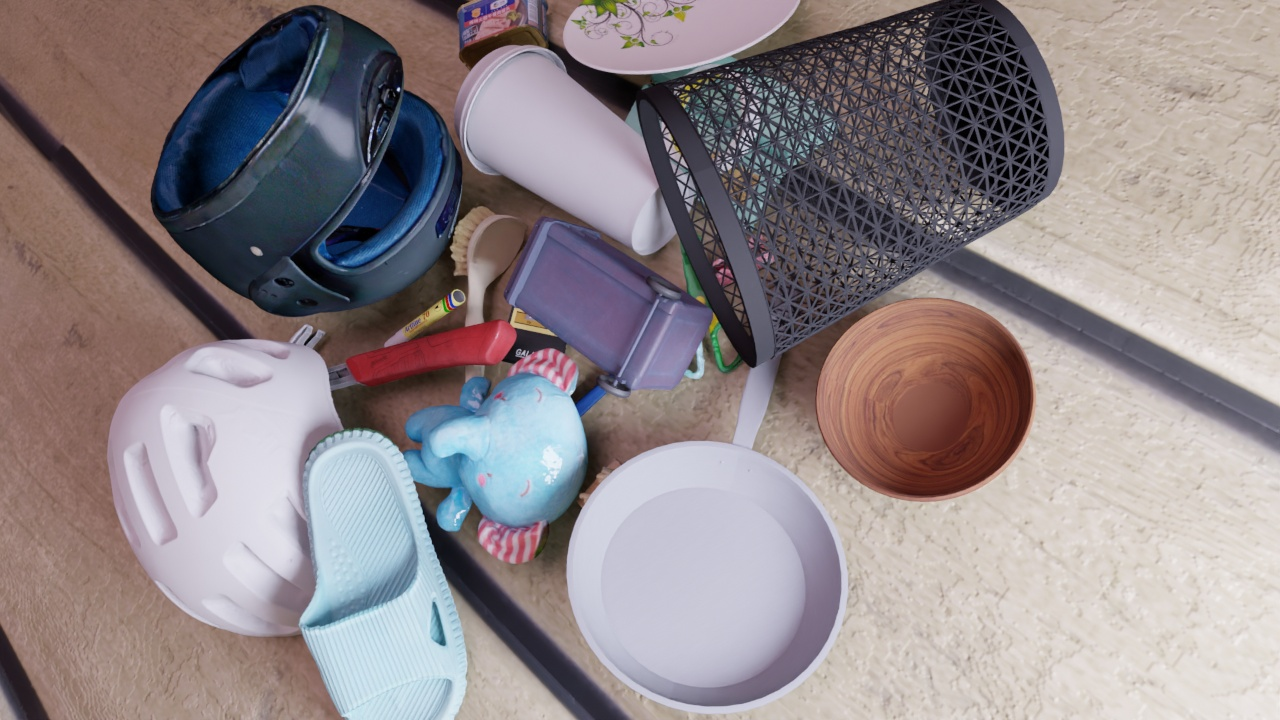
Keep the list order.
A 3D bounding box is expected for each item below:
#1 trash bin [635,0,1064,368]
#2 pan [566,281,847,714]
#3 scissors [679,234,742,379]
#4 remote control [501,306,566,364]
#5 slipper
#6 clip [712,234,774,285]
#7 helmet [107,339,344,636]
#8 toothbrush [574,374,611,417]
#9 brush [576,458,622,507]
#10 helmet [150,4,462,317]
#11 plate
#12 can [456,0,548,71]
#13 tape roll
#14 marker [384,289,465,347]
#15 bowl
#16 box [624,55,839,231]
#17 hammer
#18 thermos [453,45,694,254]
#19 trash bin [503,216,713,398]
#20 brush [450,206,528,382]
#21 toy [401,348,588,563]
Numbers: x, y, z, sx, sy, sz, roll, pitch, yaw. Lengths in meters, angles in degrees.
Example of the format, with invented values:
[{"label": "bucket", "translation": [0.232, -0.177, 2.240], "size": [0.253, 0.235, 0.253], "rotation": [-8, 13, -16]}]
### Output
[{"label": "trash bin", "translation": [0.151, -0.142, 0.675], "size": [0.243, 0.217, 0.216], "rotation": [-23, 62, -1]}, {"label": "pan", "translation": [0.071, 0.090, 0.705], "size": [0.201, 0.051, 0.355], "rotation": [16, 59, 8]}, {"label": "scissors", "translation": [0.045, -0.047, 0.785], "size": [0.071, 0.014, 0.130], "rotation": [-18, 80, 11]}, {"label": "remote control", "translation": [-0.088, -0.058, 0.855], "size": [0.058, 0.013, 0.133], "rotation": [11, 74, 3]}, {"label": "slipper", "translation": [-0.215, 0.190, 0.748], "size": [0.116, 0.069, 0.276], "rotation": [-13, 87, -7]}, {"label": "clip", "translation": [0.087, -0.090, 0.797], "size": [0.060, 0.023, 0.044], "rotation": [-9, 63, 19]}, {"label": "helmet", "translation": [-0.367, 0.123, 0.845], "size": [0.225, 0.183, 0.282], "rotation": [-19, 95, 30]}, {"label": "toothbrush", "translation": [-0.005, 0.005, 0.805], "size": [0.190, 0.016, 0.017], "rotation": [-40, 66, 5]}, {"label": "brush", "translation": [-0.002, 0.132, 0.739], "size": [0.049, 0.039, 0.117], "rotation": [-47, 65, 0]}, {"label": "helmet", "translation": [-0.284, -0.170, 0.861], "size": [0.317, 0.235, 0.248], "rotation": [-14, 59, 39]}, {"label": "plate", "translation": [0.040, -0.324, 0.879], "size": [0.229, 0.030, 0.228], "rotation": [-9, 45, 9]}, {"label": "can", "translation": [-0.148, -0.355, 0.988], "size": [0.100, 0.054, 0.059], "rotation": [-14, 66, 20]}, {"label": "tape roll", "translation": [0.061, -0.212, 0.811], "size": [0.094, 0.019, 0.094], "rotation": [-2, 87, 38]}, {"label": "marker", "translation": [-0.210, -0.036, 0.884], "size": [0.133, 0.014, 0.014], "rotation": [-27, 58, 42]}, {"label": "bowl", "translation": [0.207, 0.035, 0.665], "size": [0.147, 0.069, 0.147], "rotation": [-9, 68, 22]}, {"label": "box", "translation": [0.071, -0.214, 0.840], "size": [0.138, 0.057, 0.187], "rotation": [-47, 58, -6]}, {"label": "hammer", "translation": [-0.247, 0.004, 0.875], "size": [0.316, 0.036, 0.126], "rotation": [-13, 64, 31]}, {"label": "thermos", "translation": [-0.059, -0.191, 0.850], "size": [0.222, 0.131, 0.131], "rotation": [39, 89, 23]}, {"label": "trash bin", "translation": [-0.031, -0.049, 0.764], "size": [0.161, 0.092, 0.094], "rotation": [35, 106, 30]}, {"label": "brush", "translation": [-0.152, -0.018, 0.864], "size": [0.077, 0.062, 0.272], "rotation": [-10, 70, 38]}, {"label": "toy", "translation": [-0.131, 0.071, 0.768], "size": [0.181, 0.115, 0.183], "rotation": [4, 75, 19]}]
